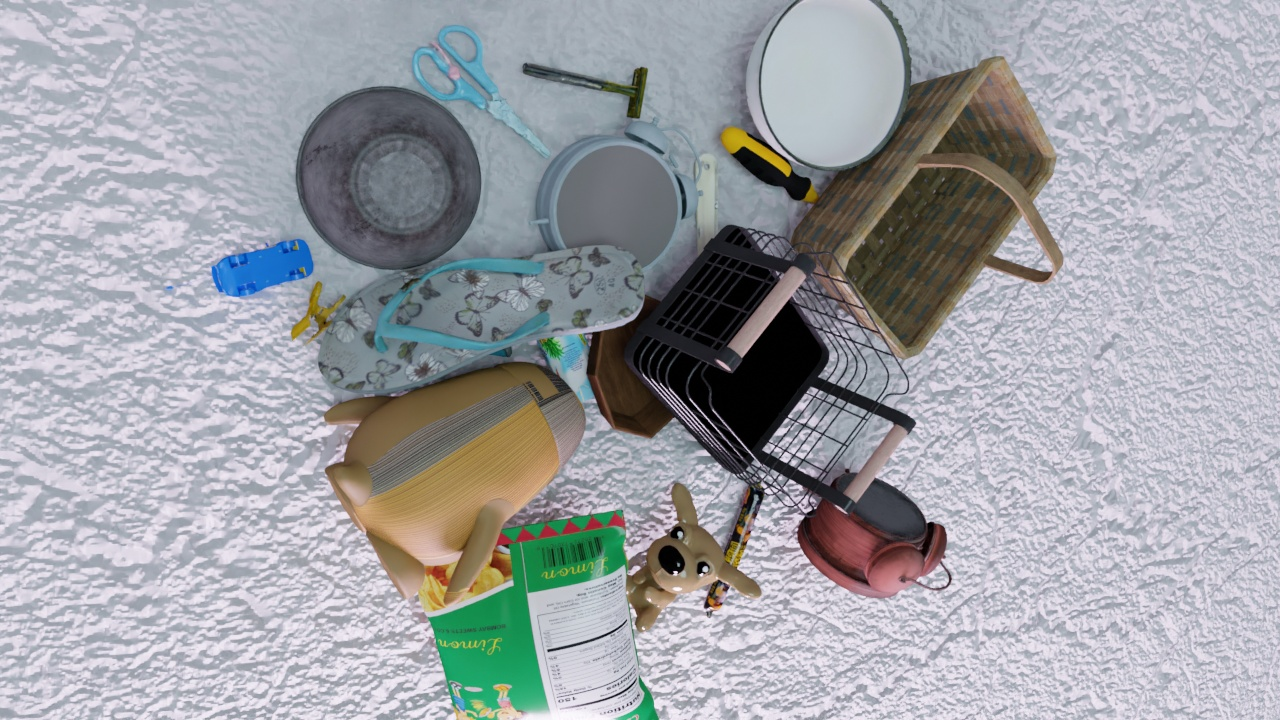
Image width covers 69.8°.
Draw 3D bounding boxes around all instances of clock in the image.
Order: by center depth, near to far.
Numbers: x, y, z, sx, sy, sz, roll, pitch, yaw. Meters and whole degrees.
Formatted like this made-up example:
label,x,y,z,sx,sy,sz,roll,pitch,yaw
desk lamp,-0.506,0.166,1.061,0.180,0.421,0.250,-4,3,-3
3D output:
label,x,y,z,sx,sy,sz,roll,pitch,yaw
clock,-0.016,-0.138,0.793,0.159,0.045,0.122,-38,115,-7
clock,0.236,0.178,0.913,0.120,0.158,0.072,-9,130,-47

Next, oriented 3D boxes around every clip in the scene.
label,x,y,z,sx,sy,sz,roll,pitch,yaw
clip,-0.261,-0.041,0.727,0.039,0.053,0.047,30,61,-24

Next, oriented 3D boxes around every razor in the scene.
label,x,y,z,sx,sy,sz,roll,pitch,yaw
razor,-0.047,-0.234,0.770,0.105,0.026,0.042,7,103,-19

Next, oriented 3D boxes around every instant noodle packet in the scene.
label,x,y,z,sx,sy,sz,roll,pitch,yaw
instant noodle packet,-0.092,0.263,0.832,0.195,0.090,0.253,-9,108,1

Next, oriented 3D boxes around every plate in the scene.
label,x,y,z,sx,sy,sz,roll,pitch,yaw
plate,-0.005,0.005,0.820,0.131,0.025,0.131,0,90,-50

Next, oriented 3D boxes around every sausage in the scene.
label,x,y,z,sx,sy,sz,roll,pitch,yaw
sausage,0.096,0.192,0.939,0.020,0.020,0.155,17,97,-25

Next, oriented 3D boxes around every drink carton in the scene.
label,x,y,z,sx,sy,sz,roll,pitch,yaw
drink carton,-0.071,-0.022,0.803,0.038,0.044,0.129,-25,110,-14

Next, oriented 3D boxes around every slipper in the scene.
label,x,y,z,sx,sy,sz,roll,pitch,yaw
slipper,-0.130,-0.048,0.729,0.268,0.055,0.098,-15,68,-5

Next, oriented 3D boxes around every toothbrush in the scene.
label,x,y,z,sx,sy,sz,roll,pitch,yaw
toothbrush,0.149,-0.163,0.863,0.196,0.031,0.030,28,78,-30

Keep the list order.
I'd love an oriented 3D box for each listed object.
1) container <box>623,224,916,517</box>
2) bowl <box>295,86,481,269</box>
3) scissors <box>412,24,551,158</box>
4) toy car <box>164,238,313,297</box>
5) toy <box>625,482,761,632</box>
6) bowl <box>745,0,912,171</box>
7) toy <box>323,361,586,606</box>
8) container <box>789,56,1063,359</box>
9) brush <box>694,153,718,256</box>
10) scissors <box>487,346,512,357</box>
label,x,y,z,sx,sy,sz,roll,pitch,yaw
container,0.121,0.012,0.807,0.162,0.130,0.241,-51,129,-10
bowl,-0.189,-0.138,0.712,0.144,0.067,0.145,-5,106,-20
scissors,-0.121,-0.215,0.753,0.138,0.015,0.063,38,84,-31
toy car,-0.311,-0.069,0.713,0.091,0.062,0.033,-28,115,-45
toy,0.031,0.201,0.873,0.108,0.134,0.105,-42,158,11
bowl,0.157,-0.248,0.818,0.153,0.073,0.153,-6,106,-21
toy,-0.141,0.081,0.757,0.203,0.198,0.163,-32,155,-22
container,0.278,-0.132,0.820,0.157,0.186,0.249,42,83,-34
brush,0.063,-0.082,0.858,0.033,0.012,0.218,-7,105,-20
scissors,-0.140,-0.012,0.774,0.129,0.019,0.138,24,110,-15
